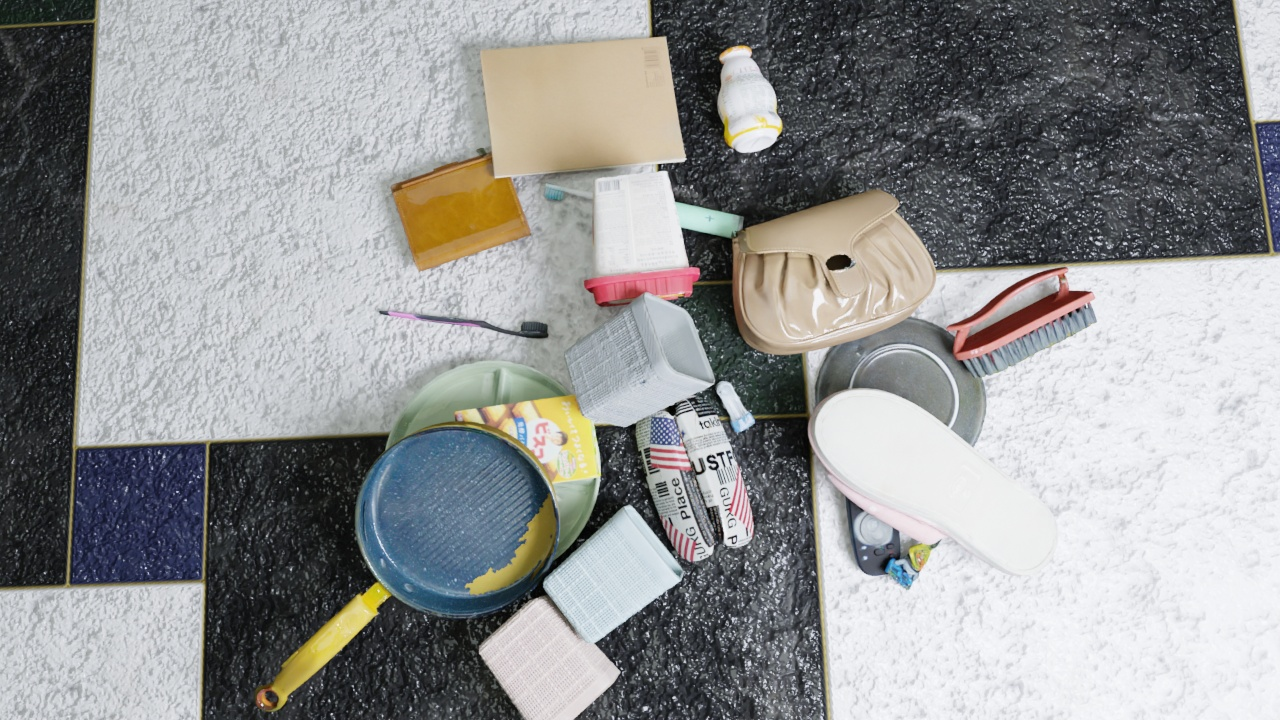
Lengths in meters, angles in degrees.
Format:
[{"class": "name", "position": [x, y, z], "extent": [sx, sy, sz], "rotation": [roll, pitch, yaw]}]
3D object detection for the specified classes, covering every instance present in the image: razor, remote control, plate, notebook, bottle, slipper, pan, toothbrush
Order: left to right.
[{"class": "pan", "position": [-0.236, 0.211, 0.894], "extent": [0.358, 0.078, 0.197], "rotation": [-41, 98, 8]}, {"class": "toothbrush", "position": [-0.192, -0.043, 0.999], "extent": [0.189, 0.014, 0.017], "rotation": [8, 72, 4]}, {"class": "plate", "position": [-0.155, 0.115, 0.966], "extent": [0.230, 0.027, 0.230], "rotation": [0, 81, 3]}, {"class": "notebook", "position": [-0.064, -0.282, 1.014], "extent": [0.211, 0.012, 0.149], "rotation": [-7, 80, -7]}, {"class": "toothbrush", "position": [0.003, -0.167, 1.001], "extent": [0.224, 0.026, 0.027], "rotation": [13, 106, 4]}, {"class": "bottle", "position": [0.114, -0.284, 0.994], "extent": [0.063, 0.063, 0.108], "rotation": [-12, 82, 1]}, {"class": "remote control", "position": [0.236, 0.151, 0.940], "extent": [0.053, 0.024, 0.136], "rotation": [-7, 92, -7]}, {"class": "plate", "position": [0.274, 0.040, 0.959], "extent": [0.179, 0.024, 0.179], "rotation": [0, 82, 3]}, {"class": "slipper", "position": [0.286, 0.121, 0.908], "extent": [0.274, 0.054, 0.114], "rotation": [30, 76, -2]}, {"class": "razor", "position": [0.304, 0.169, 0.935], "extent": [0.042, 0.022, 0.142], "rotation": [43, 78, -30]}]

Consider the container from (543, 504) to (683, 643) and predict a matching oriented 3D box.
[{"class": "container", "position": [-0.028, 0.214, 0.915], "extent": [0.111, 0.090, 0.090], "rotation": [-39, 81, -1]}]

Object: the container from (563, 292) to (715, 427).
[{"class": "container", "position": [-0.005, 0.005, 0.910], "extent": [0.114, 0.090, 0.090], "rotation": [-31, 62, 25]}]

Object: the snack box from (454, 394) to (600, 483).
[{"class": "snack box", "position": [-0.116, 0.086, 0.938], "extent": [0.140, 0.034, 0.087], "rotation": [-7, 82, 0]}]

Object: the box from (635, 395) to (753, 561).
[{"class": "box", "position": [0.053, 0.122, 0.952], "extent": [0.086, 0.075, 0.162], "rotation": [-22, 83, 32]}]

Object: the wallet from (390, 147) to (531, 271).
[{"class": "wallet", "position": [-0.200, -0.173, 1.007], "extent": [0.130, 0.035, 0.119], "rotation": [-19, 79, -4]}]

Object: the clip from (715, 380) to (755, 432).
[{"class": "clip", "position": [0.098, 0.048, 0.972], "extent": [0.024, 0.028, 0.057], "rotation": [-31, 90, 0]}]

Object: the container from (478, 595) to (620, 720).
[{"class": "container", "position": [-0.092, 0.299, 0.907], "extent": [0.090, 0.090, 0.111], "rotation": [-42, 79, -4]}]

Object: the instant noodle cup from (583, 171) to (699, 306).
[{"class": "instant noodle cup", "position": [-0.002, -0.123, 0.943], "extent": [0.116, 0.116, 0.124], "rotation": [-6, 91, 2]}]

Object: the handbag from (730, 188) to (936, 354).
[{"class": "handbag", "position": [0.193, -0.091, 0.944], "extent": [0.204, 0.100, 0.147], "rotation": [-18, 78, -4]}]

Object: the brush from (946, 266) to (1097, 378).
[{"class": "brush", "position": [0.386, -0.040, 0.944], "extent": [0.146, 0.063, 0.069], "rotation": [-27, 98, -3]}]
